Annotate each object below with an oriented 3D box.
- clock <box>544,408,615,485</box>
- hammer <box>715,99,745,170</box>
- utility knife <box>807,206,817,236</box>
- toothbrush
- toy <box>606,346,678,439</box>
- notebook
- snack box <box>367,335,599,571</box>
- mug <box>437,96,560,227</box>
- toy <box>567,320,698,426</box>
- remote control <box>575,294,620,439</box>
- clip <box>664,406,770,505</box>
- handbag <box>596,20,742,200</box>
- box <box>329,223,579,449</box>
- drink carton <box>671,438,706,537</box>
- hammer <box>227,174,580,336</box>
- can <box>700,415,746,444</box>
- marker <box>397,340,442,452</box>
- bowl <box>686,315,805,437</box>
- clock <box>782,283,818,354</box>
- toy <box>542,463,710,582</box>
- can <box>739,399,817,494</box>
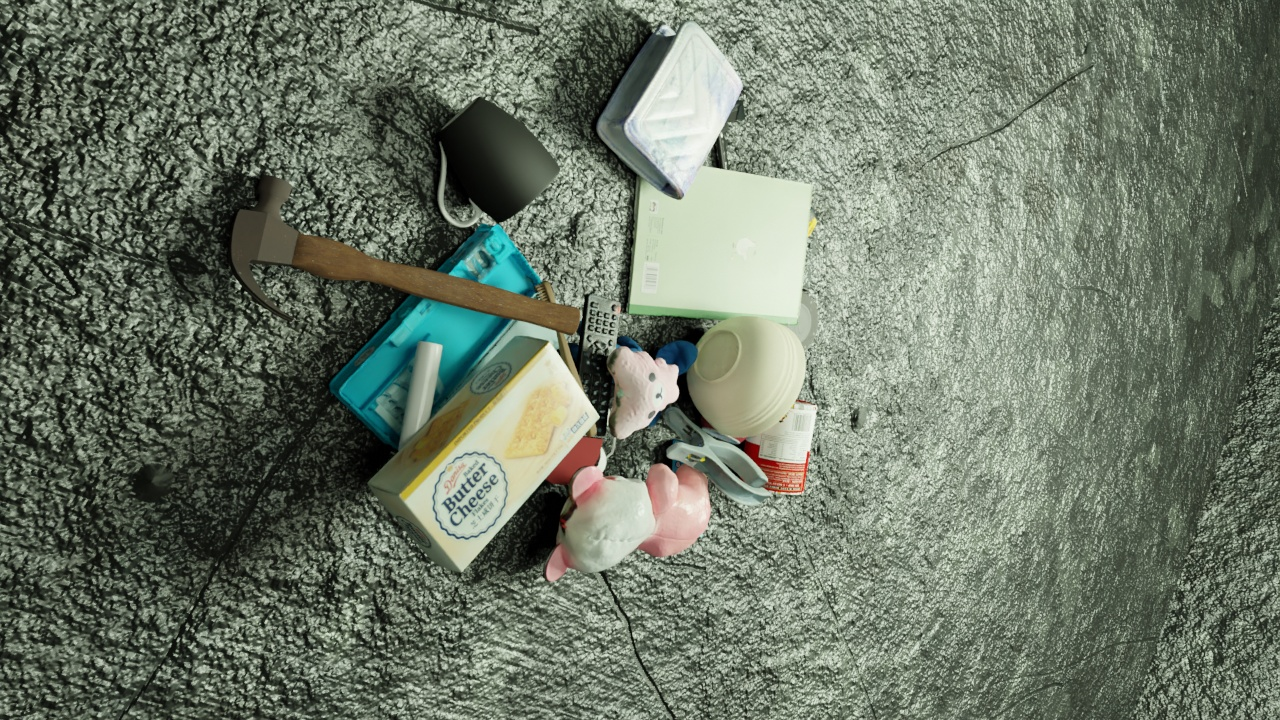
[{"bbox_3d":[-0.082,0.086,1.003,0.137,0.048,0.096,0,98,-40],"label":"clock"},{"bbox_3d":[0.112,-0.152,1.146,0.094,0.015,0.325,-24,113,-34],"label":"hammer"},{"bbox_3d":[0.191,-0.142,1.216,0.030,0.017,0.162,47,71,-26],"label":"utility knife"},{"bbox_3d":[-0.076,0.000,0.934,0.016,0.016,0.167,-22,99,-29],"label":"toothbrush"},{"bbox_3d":[0.005,0.030,0.982,0.095,0.053,0.099,-10,106,-37],"label":"toy"},{"bbox_3d":[0.101,-0.139,1.110,0.252,0.010,0.182,2,95,-30],"label":"notebook"},{"bbox_3d":[-0.140,0.082,0.855,0.207,0.058,0.104,-48,124,-29],"label":"snack box"},{"bbox_3d":[-0.153,-0.186,0.882,0.119,0.085,0.100,-39,112,6],"label":"mug"},{"bbox_3d":[-0.006,0.006,1.043,0.176,0.071,0.112,31,89,-40],"label":"toy"},{"bbox_3d":[-0.051,0.007,0.975,0.047,0.022,0.150,12,82,-40],"label":"remote control"},{"bbox_3d":[0.092,0.129,1.081,0.163,0.107,0.028,36,116,-21],"label":"clip"},{"bbox_3d":[0.036,-0.278,1.022,0.126,0.069,0.158,39,74,-37],"label":"handbag"},{"bbox_3d":[-0.167,0.003,0.913,0.185,0.056,0.226,49,67,-26],"label":"box"},{"bbox_3d":[0.059,0.161,1.142,0.044,0.039,0.129,0,97,-40],"label":"drink carton"},{"bbox_3d":[-0.204,-0.070,0.840,0.322,0.033,0.115,13,83,-28],"label":"hammer"},{"bbox_3d":[0.122,0.043,1.158,0.063,0.063,0.114,31,78,-39],"label":"can"},{"bbox_3d":[-0.204,0.050,0.848,0.027,0.023,0.133,11,88,-23],"label":"marker"},{"bbox_3d":[0.110,0.008,1.082,0.075,0.151,0.150,32,77,-41],"label":"bowl"},{"bbox_3d":[0.189,-0.056,1.209,0.091,0.044,0.123,-20,109,-32],"label":"clock"},{"bbox_3d":[-0.013,0.180,1.035,0.212,0.084,0.142,8,117,-45],"label":"toy"},{"bbox_3d":[0.181,0.109,1.204,0.086,0.087,0.116,5,95,-41],"label":"can"}]
